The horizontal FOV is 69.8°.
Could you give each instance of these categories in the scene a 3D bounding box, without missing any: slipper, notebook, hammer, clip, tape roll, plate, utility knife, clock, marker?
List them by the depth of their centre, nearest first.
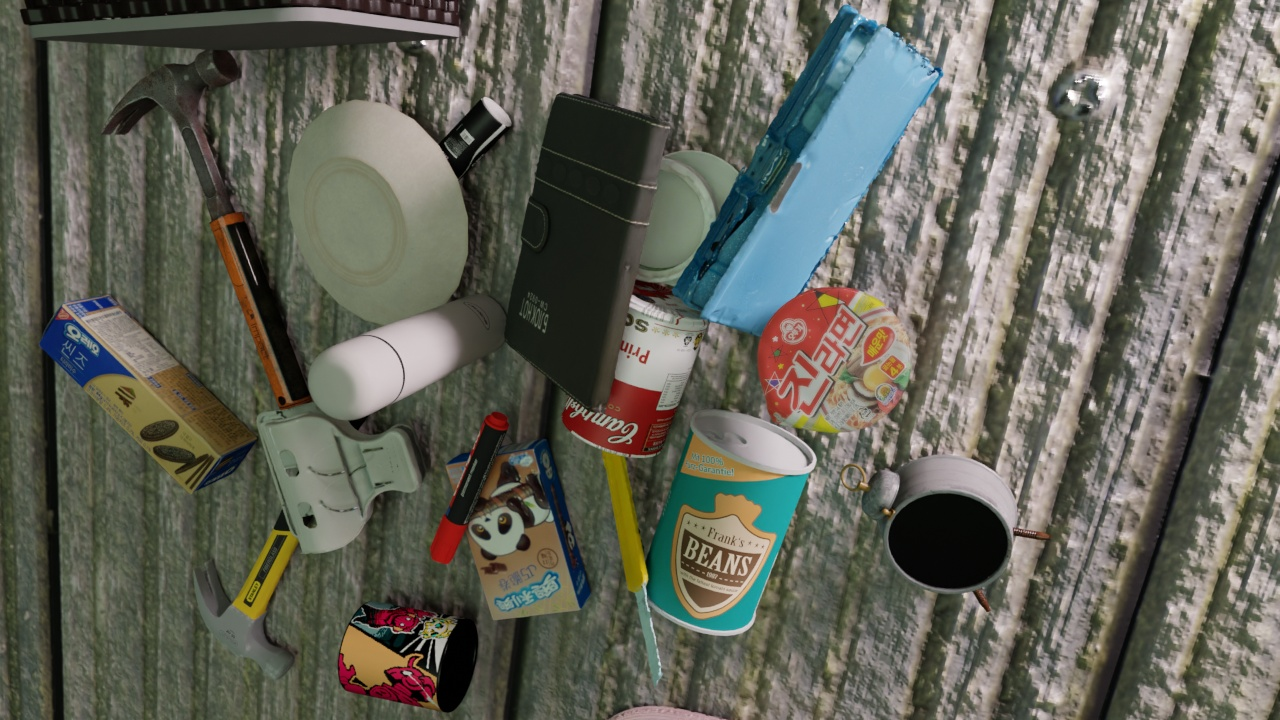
[{"bbox_3d":[-0.048,-0.088,0.686,0.169,0.029,0.209,35,114,52],"label":"notebook"},{"bbox_3d":[0.012,-0.106,0.692,0.094,0.018,0.094,3,104,14],"label":"tape roll"},{"bbox_3d":[0.220,0.119,0.698,0.148,0.056,0.104,28,117,2],"label":"clock"},{"bbox_3d":[0.039,-0.109,0.709,0.104,0.026,0.104,3,104,14],"label":"plate"},{"bbox_3d":[-0.009,0.145,0.723,0.019,0.217,0.031,5,147,-24],"label":"utility knife"},{"bbox_3d":[-0.228,-0.116,0.758,0.189,0.027,0.189,9,112,24],"label":"plate"},{"bbox_3d":[-0.145,0.107,0.776,0.023,0.021,0.145,39,113,37],"label":"marker"},{"bbox_3d":[-0.265,0.101,0.791,0.152,0.098,0.126,-7,106,20],"label":"clip"},{"bbox_3d":[0.061,0.362,0.795,0.239,0.064,0.094,0,103,14],"label":"slipper"},{"bbox_3d":[-0.372,-0.100,0.818,0.138,0.035,0.314,-15,99,18],"label":"hammer"},{"bbox_3d":[-0.330,0.154,0.871,0.127,0.029,0.324,33,108,5],"label":"hammer"}]

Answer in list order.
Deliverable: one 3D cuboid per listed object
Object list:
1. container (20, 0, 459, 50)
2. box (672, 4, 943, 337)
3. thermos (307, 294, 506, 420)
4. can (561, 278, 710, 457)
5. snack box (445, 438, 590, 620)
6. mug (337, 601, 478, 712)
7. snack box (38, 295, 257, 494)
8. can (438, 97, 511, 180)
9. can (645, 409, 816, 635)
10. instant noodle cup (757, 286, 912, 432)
[{"bbox_3d":[-0.272,-0.348,0.624,0.248,0.245,0.244,2,107,14],"label":"container"},{"bbox_3d":[0.120,-0.120,0.649,0.093,0.054,0.232,22,109,-29],"label":"box"},{"bbox_3d":[-0.165,-0.007,0.683,0.052,0.223,0.052,3,104,14],"label":"thermos"},{"bbox_3d":[-0.004,0.004,0.715,0.087,0.086,0.116,22,108,9],"label":"can"},{"bbox_3d":[-0.106,0.149,0.805,0.087,0.034,0.151,-12,99,18],"label":"snack box"},{"bbox_3d":[-0.208,0.282,0.848,0.098,0.081,0.118,6,132,14],"label":"mug"},{"bbox_3d":[-0.462,0.030,0.861,0.207,0.056,0.057,43,110,2],"label":"snack box"},{"bbox_3d":[-0.142,-0.173,0.739,0.081,0.031,0.031,-40,90,20],"label":"can"},{"bbox_3d":[0.065,0.125,0.718,0.099,0.099,0.144,20,107,10],"label":"can"},{"bbox_3d":[0.141,-0.012,0.658,0.100,0.112,0.100,4,104,15],"label":"instant noodle cup"}]
